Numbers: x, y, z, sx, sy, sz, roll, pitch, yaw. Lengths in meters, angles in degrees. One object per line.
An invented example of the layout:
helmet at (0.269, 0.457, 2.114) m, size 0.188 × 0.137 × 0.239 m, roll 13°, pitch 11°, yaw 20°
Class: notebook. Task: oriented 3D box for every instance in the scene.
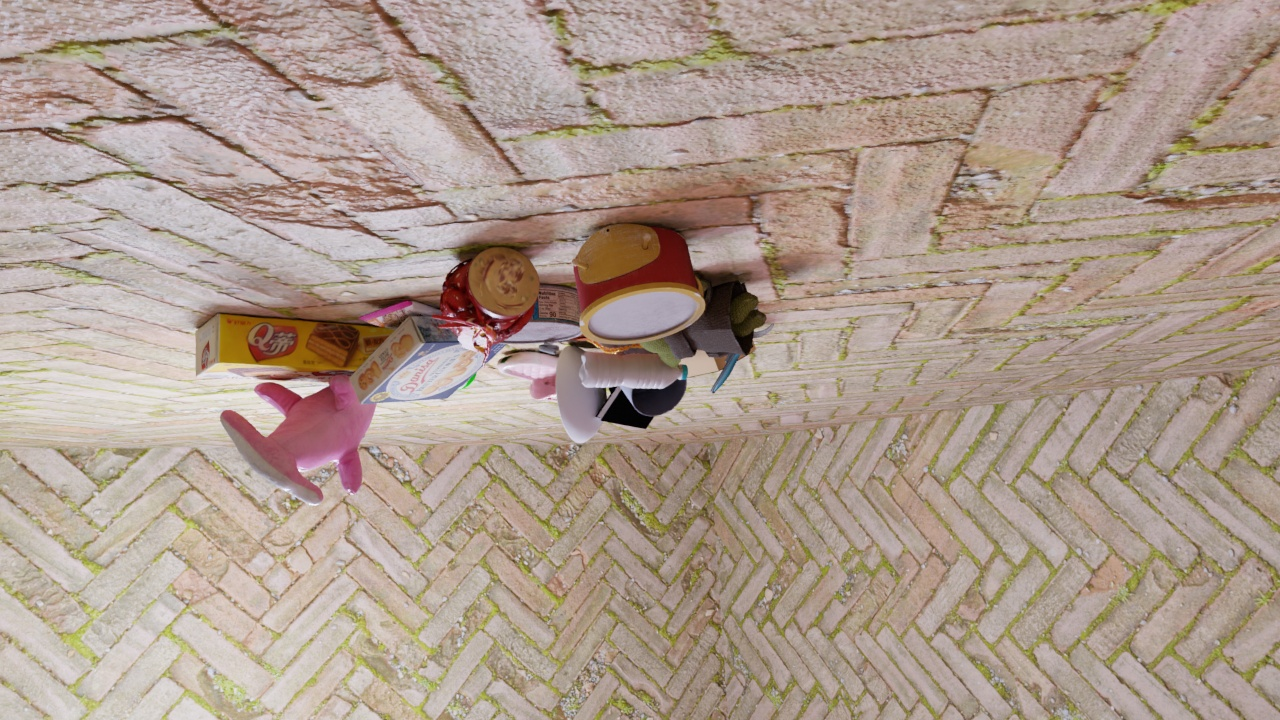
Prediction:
notebook at (0.012, 0.038, 1.445) m, size 0.016 × 0.149 × 0.206 m, roll 36°, pitch -175°, yaw 20°

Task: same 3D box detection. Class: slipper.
slipper at (-0.143, 0.033, 1.502) m, size 0.107 × 0.055 × 0.221 m, roll -14°, pitch 155°, yaw 32°

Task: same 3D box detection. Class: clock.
clock at (0.000, -0.072, 0.874) m, size 0.117 × 0.081 × 0.159 m, roll -17°, pitch 158°, yaw 15°

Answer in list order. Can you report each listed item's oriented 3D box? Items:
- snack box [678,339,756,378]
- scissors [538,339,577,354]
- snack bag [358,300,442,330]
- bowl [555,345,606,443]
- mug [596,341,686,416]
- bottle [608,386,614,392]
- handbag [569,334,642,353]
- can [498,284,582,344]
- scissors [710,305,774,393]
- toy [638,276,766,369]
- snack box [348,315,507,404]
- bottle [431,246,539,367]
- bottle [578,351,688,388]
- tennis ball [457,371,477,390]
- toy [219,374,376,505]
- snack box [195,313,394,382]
snack box at (0.091, -0.008, 1.339) m, size 0.088 × 0.040 × 0.126 m, roll -27°, pitch -172°, yaw -40°
scissors at (-0.129, -0.025, 1.190) m, size 0.141 × 0.014 × 0.175 m, roll 3°, pitch -170°, yaw -9°
snack bag at (-0.259, -0.044, 1.135) m, size 0.070 × 0.016 × 0.196 m, roll -18°, pitch 166°, yaw 18°
bowl at (-0.081, 0.049, 1.392) m, size 0.043 × 0.149 × 0.149 m, roll -7°, pitch 170°, yaw 17°
mug at (-0.008, 0.007, 1.274) m, size 0.124 × 0.084 × 0.104 m, roll 33°, pitch -170°, yaw -35°
bottle at (0.008, 0.028, 1.552) m, size 0.059 × 0.059 × 0.181 m, roll -7°, pitch -175°, yaw 24°
handbag at (0.002, -0.038, 1.178) m, size 0.171 × 0.060 × 0.109 m, roll 2°, pitch 173°, yaw -31°
can at (-0.131, -0.052, 1.070) m, size 0.130 × 0.044 × 0.130 m, roll -3°, pitch 171°, yaw -1°
scissors at (0.114, -0.013, 1.238) m, size 0.155 × 0.124 × 0.019 m, roll -2°, pitch -158°, yaw 29°
toy at (0.064, -0.048, 1.060) m, size 0.153 × 0.078 × 0.179 m, roll -3°, pitch 148°, yaw 23°
snack box at (-0.261, -0.001, 1.140) m, size 0.145 × 0.042 × 0.144 m, roll -38°, pitch 160°, yaw 32°
bottle at (-0.151, -0.054, 0.900) m, size 0.098 × 0.099 × 0.111 m, roll 1°, pitch 166°, yaw -25°
bottle at (-0.007, 0.013, 1.155) m, size 0.136 × 0.044 × 0.044 m, roll 1°, pitch 170°, yaw -15°
tennis ball at (-0.273, 0.012, 1.351) m, size 0.065 × 0.065 × 0.065 m, roll -3°, pitch 171°, yaw -1°
toy at (-0.402, 0.076, 1.162) m, size 0.128 × 0.186 × 0.265 m, roll -44°, pitch -176°, yaw 14°
snack box at (-0.429, -0.011, 1.164) m, size 0.229 × 0.061 × 0.110 m, roll 4°, pitch 168°, yaw -38°
